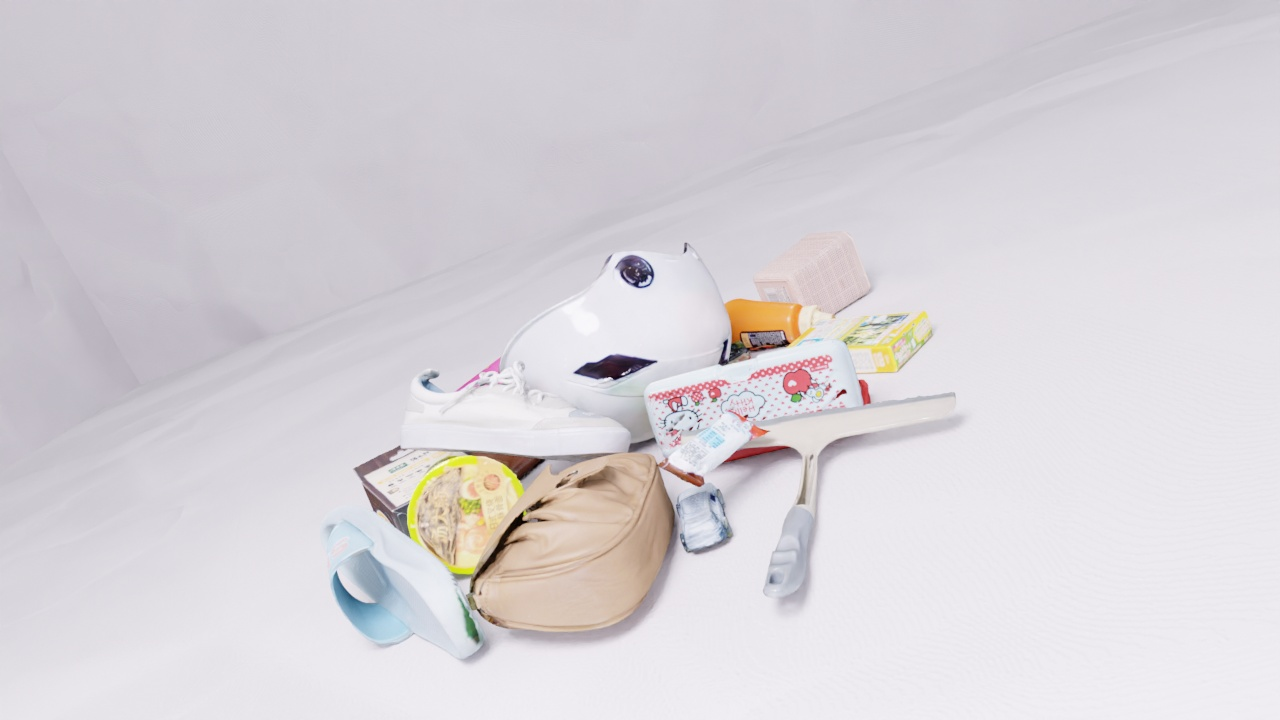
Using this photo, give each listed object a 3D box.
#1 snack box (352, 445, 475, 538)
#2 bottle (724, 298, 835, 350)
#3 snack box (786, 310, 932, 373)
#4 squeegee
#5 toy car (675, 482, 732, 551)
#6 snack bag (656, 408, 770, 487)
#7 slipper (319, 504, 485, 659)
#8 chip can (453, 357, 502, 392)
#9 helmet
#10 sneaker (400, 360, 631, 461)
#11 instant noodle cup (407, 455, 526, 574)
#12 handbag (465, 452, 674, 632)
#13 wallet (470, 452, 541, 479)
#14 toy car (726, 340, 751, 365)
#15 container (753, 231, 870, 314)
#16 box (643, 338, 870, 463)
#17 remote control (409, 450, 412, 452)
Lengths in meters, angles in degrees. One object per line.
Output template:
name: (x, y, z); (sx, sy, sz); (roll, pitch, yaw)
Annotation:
snack box: (-0.242, 0.135, 1.025); (0.113, 0.053, 0.126); (-26, 25, -27)
bottle: (0.167, -0.045, 1.118); (0.150, 0.067, 0.066); (0, 27, 35)
snack box: (0.233, -0.018, 0.996); (0.141, 0.034, 0.086); (-6, 23, 47)
squeegee: (0.125, 0.114, 0.715); (0.247, 0.039, 0.245); (-10, 22, 21)
toy car: (0.050, 0.129, 0.776); (0.043, 0.034, 0.090); (-24, 15, 7)
snack bag: (0.063, 0.073, 0.775); (0.048, 0.026, 0.103); (27, 47, 31)
slipper: (-0.218, 0.200, 0.787); (0.074, 0.104, 0.246); (-35, 27, -31)
chip can: (-0.147, 0.020, 1.111); (0.210, 0.071, 0.071); (-36, 16, 6)
helmet: (-0.006, 0.006, 0.975); (0.257, 0.146, 0.230); (-20, -26, -42)
sneaker: (-0.120, 0.048, 0.885); (0.242, 0.090, 0.089); (2, -8, 21)
instant noodle cup: (-0.176, 0.141, 0.911); (0.111, 0.112, 0.123); (-26, 10, -13)
handbag: (-0.052, 0.139, 0.756); (0.148, 0.100, 0.204); (-15, 12, 13)
wallet: (-0.148, 0.104, 1.107); (0.101, 0.032, 0.125); (-37, 22, -32)
toy car: (0.096, -0.002, 1.111); (0.042, 0.035, 0.090); (-28, 17, -23)
container: (0.216, -0.099, 1.173); (0.110, 0.090, 0.090); (-34, 20, -25)
box: (0.109, 0.035, 0.870); (0.202, 0.102, 0.095); (-15, 19, 21)
remote control: (-0.252, 0.137, 1.121); (0.055, 0.020, 0.136); (-33, 29, -31)
